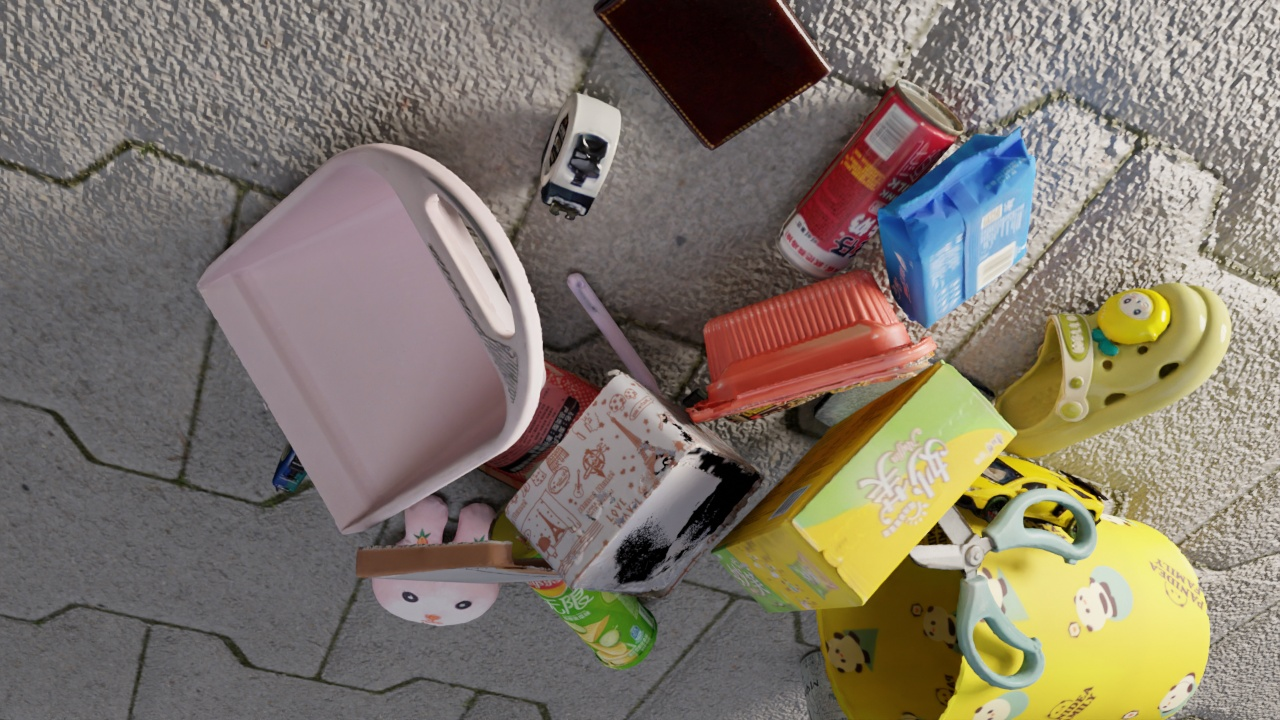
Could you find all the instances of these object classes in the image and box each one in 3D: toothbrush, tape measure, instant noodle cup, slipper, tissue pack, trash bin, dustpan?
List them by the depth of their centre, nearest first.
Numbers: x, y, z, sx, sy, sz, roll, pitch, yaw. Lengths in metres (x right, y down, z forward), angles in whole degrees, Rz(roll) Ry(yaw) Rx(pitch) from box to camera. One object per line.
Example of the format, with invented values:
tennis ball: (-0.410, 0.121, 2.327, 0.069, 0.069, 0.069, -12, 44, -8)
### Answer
tape measure: (-0.038, -0.133, 0.581, 0.033, 0.065, 0.066, 15, 131, -20)
dustpan: (-0.180, -0.013, 0.589, 0.274, 0.138, 0.222, -31, 93, 13)
tissue pack: (0.204, -0.085, 0.600, 0.095, 0.052, 0.157, -36, 151, 2)
instant noodle cup: (0.116, -0.007, 0.649, 0.165, 0.188, 0.079, -18, 87, 12)
slipper: (0.342, 0.004, 0.698, 0.081, 0.091, 0.191, 34, 125, -24)
toothbrush: (-0.004, 0.004, 0.724, 0.029, 0.021, 0.189, -42, 121, -14)
tape measure: (-0.280, 0.076, 0.762, 0.025, 0.058, 0.055, 30, 120, -24)
toothbrush: (-0.008, 0.080, 0.803, 0.017, 0.012, 0.186, 38, 121, -22)
trash bin: (0.322, 0.219, 0.804, 0.255, 0.229, 0.230, 8, 130, -16)

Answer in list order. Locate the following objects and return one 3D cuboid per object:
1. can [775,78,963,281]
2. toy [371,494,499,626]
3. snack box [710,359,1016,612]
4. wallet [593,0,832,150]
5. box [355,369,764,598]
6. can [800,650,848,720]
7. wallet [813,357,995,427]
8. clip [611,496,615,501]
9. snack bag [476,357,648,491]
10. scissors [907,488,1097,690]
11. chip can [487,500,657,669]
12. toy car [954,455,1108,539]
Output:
can: (0.148, -0.116, 0.609, 0.053, 0.053, 0.133, 23, 127, -20)
toy: (-0.191, 0.194, 0.873, 0.121, 0.054, 0.160, 10, 122, -11)
snack box: (0.146, 0.098, 0.652, 0.070, 0.157, 0.210, 46, 163, 7)
wallet: (0.045, -0.195, 0.562, 0.097, 0.020, 0.122, -28, 127, 27)
box: (-0.050, 0.125, 0.676, 0.274, 0.124, 0.178, -29, 156, 14)
can: (0.211, 0.389, 0.987, 0.058, 0.146, 0.058, -1, 131, -1)
wallet: (0.219, 0.036, 0.768, 0.120, 0.019, 0.097, 25, 124, -19)
clip: (-0.011, 0.145, 0.853, 0.029, 0.024, 0.057, -14, 124, 4)
snack bag: (-0.095, 0.049, 0.743, 0.207, 0.073, 0.129, 31, 112, -31)
scissors: (0.270, 0.142, 0.661, 0.179, 0.019, 0.172, -38, 104, -15)
chip can: (-0.058, 0.217, 0.880, 0.073, 0.072, 0.221, -22, 128, 16)
toy car: (0.291, 0.101, 0.714, 0.155, 0.071, 0.041, 11, 107, -21)
